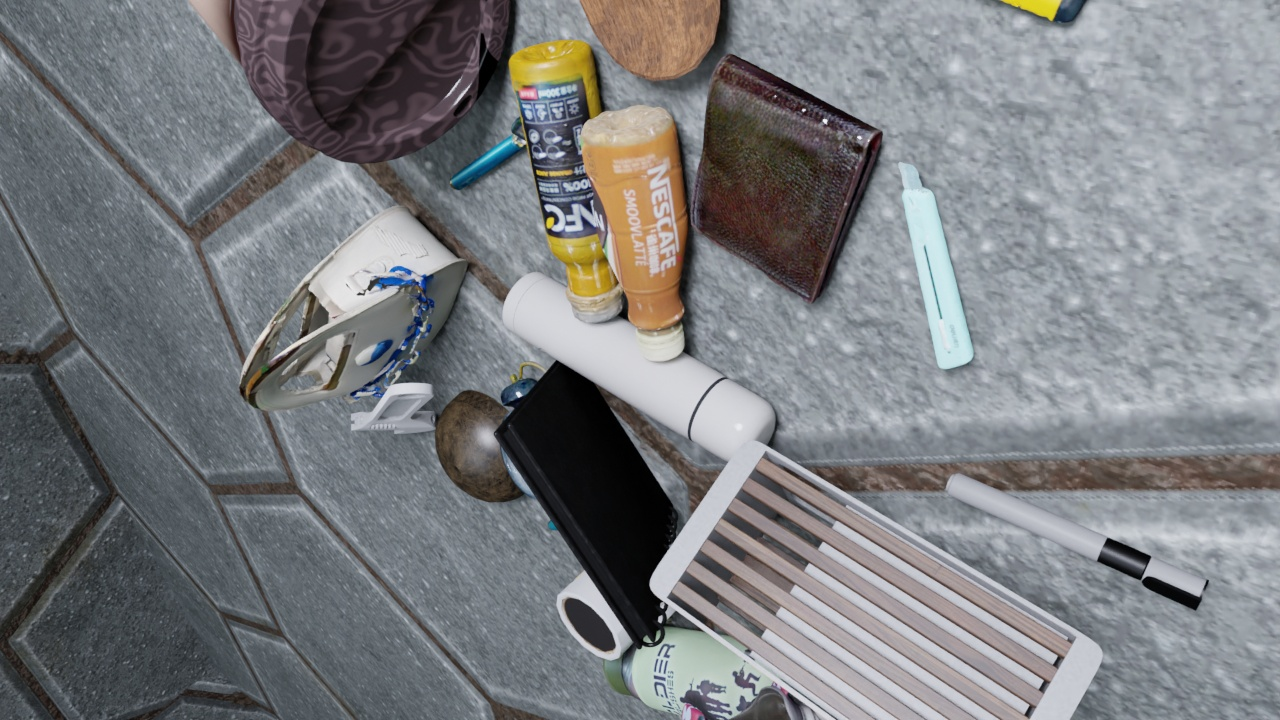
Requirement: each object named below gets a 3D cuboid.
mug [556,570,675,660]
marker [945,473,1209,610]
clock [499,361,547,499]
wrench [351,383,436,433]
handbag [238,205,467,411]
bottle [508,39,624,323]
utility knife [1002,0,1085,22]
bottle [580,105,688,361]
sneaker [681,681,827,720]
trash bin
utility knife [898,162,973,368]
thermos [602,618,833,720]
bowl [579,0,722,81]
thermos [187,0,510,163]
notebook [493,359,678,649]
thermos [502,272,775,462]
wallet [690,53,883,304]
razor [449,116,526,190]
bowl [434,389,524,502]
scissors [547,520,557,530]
[{"bbox_3d":[-0.008,0.209,0.812,0.105,0.089,0.073,-2,118,47],"label":"mug"},{"bbox_3d":[0.243,0.099,0.521,0.141,0.016,0.016,24,135,32],"label":"marker"},{"bbox_3d":[-0.081,0.062,0.795,0.090,0.052,0.129,11,112,46],"label":"clock"},{"bbox_3d":[-0.222,0.047,0.875,0.274,0.086,0.018,154,114,-66],"label":"wrench"},{"bbox_3d":[-0.244,-0.023,0.783,0.093,0.199,0.201,44,145,4],"label":"handbag"},{"bbox_3d":[-0.044,-0.113,0.614,0.053,0.053,0.186,19,132,36],"label":"bottle"},{"bbox_3d":[0.105,-0.202,0.414,0.207,0.018,0.031,31,133,18],"label":"utility knife"},{"bbox_3d":[0.003,-0.076,0.592,0.059,0.059,0.167,18,132,37],"label":"bottle"},{"bbox_3d":[0.121,0.288,0.656,0.097,0.262,0.129,22,105,58],"label":"sneaker"},{"bbox_3d":[0.138,0.167,0.570,0.229,0.114,0.114,30,168,26],"label":"trash bin"},{"bbox_3d":[0.157,-0.050,0.491,0.022,0.015,0.120,1,117,47],"label":"utility knife"},{"bbox_3d":[0.058,0.276,0.813,0.232,0.082,0.082,-10,112,50],"label":"thermos"},{"bbox_3d":[0.007,-0.214,0.501,0.102,0.026,0.114,1,120,47],"label":"bowl"},{"bbox_3d":[-0.218,-0.259,0.595,0.226,0.172,0.173,43,143,22],"label":"thermos"},{"bbox_3d":[-0.027,0.087,0.658,0.019,0.231,0.169,-31,97,10],"label":"notebook"},{"bbox_3d":[-0.004,0.004,0.670,0.224,0.052,0.052,30,138,26],"label":"thermos"},{"bbox_3d":[0.077,-0.101,0.522,0.099,0.031,0.120,37,143,23],"label":"wallet"},{"bbox_3d":[-0.105,-0.151,0.678,0.042,0.022,0.144,28,159,-31],"label":"razor"},{"bbox_3d":[-0.163,0.095,0.909,0.121,0.056,0.121,27,137,29],"label":"bowl"},{"bbox_3d":[-0.046,0.123,0.812,0.019,0.148,0.132,37,110,-12],"label":"scissors"}]
